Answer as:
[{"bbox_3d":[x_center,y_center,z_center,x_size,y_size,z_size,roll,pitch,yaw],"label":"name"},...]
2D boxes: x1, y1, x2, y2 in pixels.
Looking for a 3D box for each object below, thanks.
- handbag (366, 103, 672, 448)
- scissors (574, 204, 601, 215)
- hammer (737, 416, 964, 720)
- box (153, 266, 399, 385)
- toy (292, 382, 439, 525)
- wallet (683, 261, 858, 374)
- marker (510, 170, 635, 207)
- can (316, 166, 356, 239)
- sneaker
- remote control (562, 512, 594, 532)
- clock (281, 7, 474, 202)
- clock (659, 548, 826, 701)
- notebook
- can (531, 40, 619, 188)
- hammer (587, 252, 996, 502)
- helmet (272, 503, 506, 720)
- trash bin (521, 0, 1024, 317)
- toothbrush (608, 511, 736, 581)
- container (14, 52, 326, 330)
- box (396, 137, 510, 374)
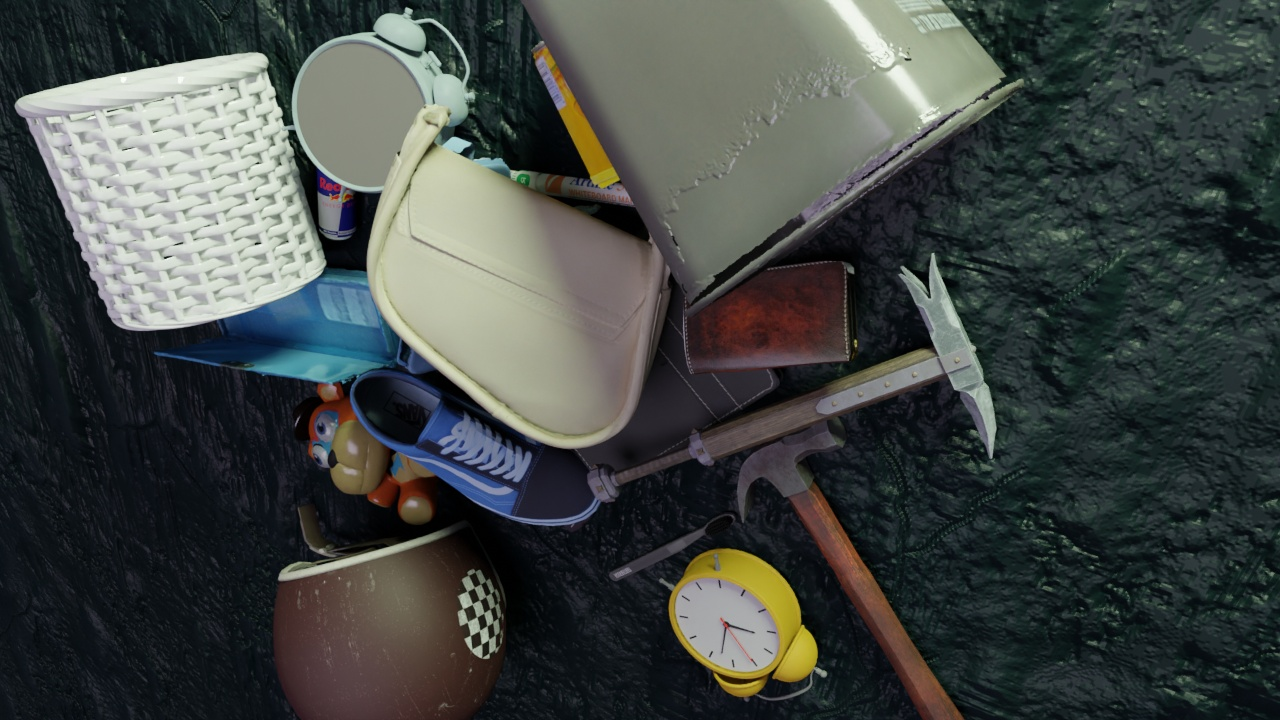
[{"bbox_3d":[-0.089,-0.063,0.685,0.229,0.131,0.184,24,110,-16],"label":"handbag"},{"bbox_3d":[-0.095,-0.089,0.759,0.179,0.016,0.108,8,118,25],"label":"scissors"},{"bbox_3d":[0.181,0.187,0.750,0.111,0.028,0.300,-26,101,35],"label":"hammer"},{"bbox_3d":[-0.350,-0.033,0.868,0.232,0.109,0.094,8,120,24],"label":"box"},{"bbox_3d":[-0.263,0.084,0.901,0.176,0.096,0.112,29,120,25],"label":"toy"},{"bbox_3d":[0.089,-0.029,0.644,0.123,0.019,0.072,-4,89,31],"label":"wallet"},{"bbox_3d":[-0.053,-0.134,0.711,0.146,0.017,0.017,12,120,22],"label":"marker"},{"bbox_3d":[-0.267,-0.154,0.806,0.032,0.032,0.095,21,123,17],"label":"can"},{"bbox_3d":[-0.146,0.079,0.796,0.241,0.098,0.083,27,86,0],"label":"sneaker"},{"bbox_3d":[-0.097,0.111,0.870,0.124,0.009,0.047,44,127,1],"label":"remote control"},{"bbox_3d":[-0.203,-0.202,0.725,0.160,0.045,0.122,-33,101,22],"label":"clock"},{"bbox_3d":[0.090,0.237,0.812,0.114,0.051,0.152,-34,93,37],"label":"clock"},{"bbox_3d":[-0.004,0.004,0.752,0.210,0.029,0.169,-36,95,38],"label":"notebook"},{"bbox_3d":[-0.024,-0.180,0.639,0.068,0.067,0.105,-18,105,34],"label":"can"},{"bbox_3d":[0.095,0.052,0.686,0.318,0.028,0.147,-23,100,25],"label":"hammer"},{"bbox_3d":[-0.256,0.258,0.920,0.233,0.233,0.253,-15,87,7],"label":"helmet"},{"bbox_3d":[0.063,-0.180,0.527,0.198,0.196,0.220,-35,89,36],"label":"trash bin"},{"bbox_3d":[0.026,0.172,0.836,0.168,0.013,0.013,-35,96,39],"label":"toothbrush"},{"bbox_3d":[-0.385,-0.147,0.778,0.190,0.188,0.187,4,118,27],"label":"container"},{"bbox_3d":[-0.152,-0.074,0.752,0.064,0.069,0.210,21,126,2],"label":"box"}]
